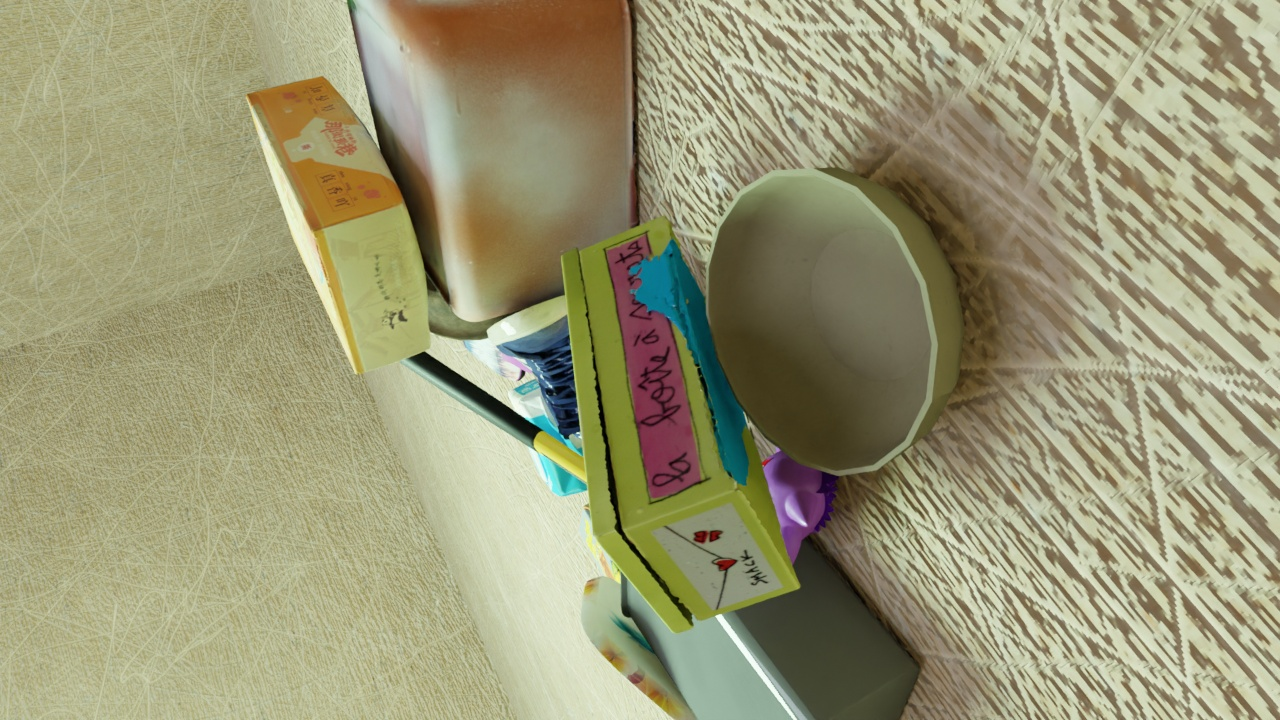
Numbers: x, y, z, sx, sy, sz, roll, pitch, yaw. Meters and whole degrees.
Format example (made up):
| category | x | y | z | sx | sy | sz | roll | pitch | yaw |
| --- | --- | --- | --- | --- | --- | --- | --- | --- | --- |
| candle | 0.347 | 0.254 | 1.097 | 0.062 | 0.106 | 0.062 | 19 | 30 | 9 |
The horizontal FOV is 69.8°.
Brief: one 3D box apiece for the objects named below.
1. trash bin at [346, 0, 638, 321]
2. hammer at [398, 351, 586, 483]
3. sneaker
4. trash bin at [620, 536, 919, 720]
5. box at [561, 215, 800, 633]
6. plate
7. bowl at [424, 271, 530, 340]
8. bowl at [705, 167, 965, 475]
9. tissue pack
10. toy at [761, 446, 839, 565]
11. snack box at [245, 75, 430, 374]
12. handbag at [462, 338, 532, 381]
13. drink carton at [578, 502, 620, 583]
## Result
| category | x | y | z | sx | sy | sz | roll | pitch | yaw |
| --- | --- | --- | --- | --- | --- | --- | --- | --- | --- |
| trash bin | -0.113 | -0.180 | 0.704 | 0.181 | 0.157 | 0.260 | 50 | 151 | 41 |
| hammer | -0.094 | 0.070 | 0.825 | 0.323 | 0.029 | 0.127 | 34 | 162 | -7 |
| sneaker | -0.062 | 0.016 | 0.794 | 0.233 | 0.091 | 0.118 | 169 | 79 | -88 |
| trash bin | 0.079 | 0.199 | 0.673 | 0.220 | 0.097 | 0.192 | 49 | 151 | 39 |
| box | 0.017 | 0.030 | 0.547 | 0.124 | 0.082 | 0.220 | 57 | -166 | -47 |
| plate | 0.024 | 0.266 | 0.817 | 0.187 | 0.016 | 0.187 | 41 | -178 | -3 |
| bowl | -0.157 | -0.083 | 0.846 | 0.162 | 0.162 | 0.070 | 53 | 153 | 36 |
| bowl | 0.100 | -0.023 | 0.458 | 0.152 | 0.050 | 0.152 | 30 | 128 | 47 |
| tissue pack | -0.093 | 0.076 | 0.989 | 0.209 | 0.066 | 0.117 | -175 | 62 | -79 |
| toy | 0.096 | 0.088 | 0.583 | 0.088 | 0.056 | 0.105 | 100 | 178 | -55 |
| snack box | -0.229 | -0.112 | 0.718 | 0.195 | 0.080 | 0.145 | 53 | 155 | 37 |
| handbag | -0.143 | -0.036 | 1.048 | 0.170 | 0.067 | 0.145 | 28 | 130 | 50 |
| drink carton | -0.016 | 0.208 | 0.970 | 0.124 | 0.048 | 0.076 | 58 | 156 | 26 |
